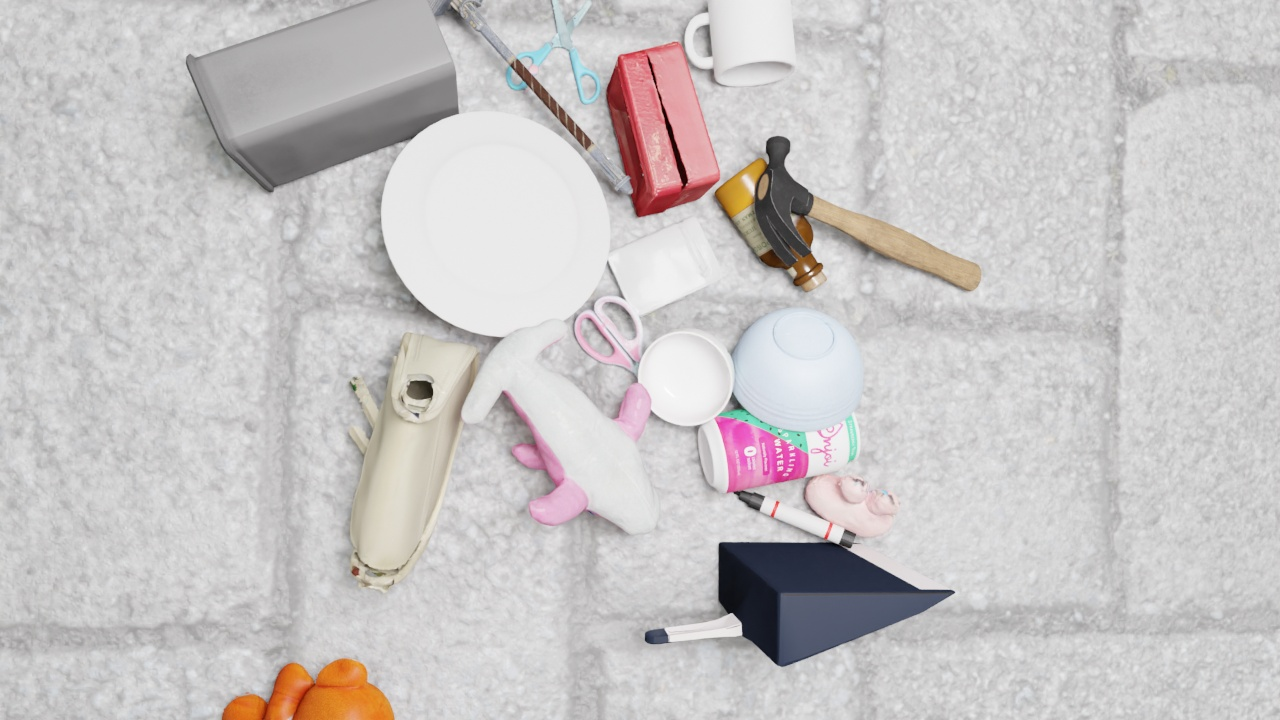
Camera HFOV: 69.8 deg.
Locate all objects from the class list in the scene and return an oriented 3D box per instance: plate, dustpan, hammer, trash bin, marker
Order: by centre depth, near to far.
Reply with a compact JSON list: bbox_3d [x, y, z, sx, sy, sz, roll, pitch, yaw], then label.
[{"bbox_3d":[-0.302,-0.265,0.914,0.219,0.192,0.097,-23,92,-10],"label":"trash bin"},{"bbox_3d":[0.141,0.249,0.946,0.273,0.236,0.080,2,90,-8],"label":"dustpan"},{"bbox_3d":[-0.143,-0.145,0.952,0.242,0.016,0.242,3,81,-21],"label":"plate"},{"bbox_3d":[-0.119,-0.301,0.984,0.322,0.098,0.044,48,128,-4],"label":"hammer"},{"bbox_3d":[0.264,-0.138,1.033,0.305,0.040,0.132,18,65,-23],"label":"hammer"},{"bbox_3d":[0.173,0.177,1.044,0.146,0.019,0.019,21,86,12],"label":"marker"}]

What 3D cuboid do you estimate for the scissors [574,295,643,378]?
[{"bbox_3d":[-0.003,0.004,1.034,0.077,0.017,0.174,-36,99,15],"label":"scissors"}]

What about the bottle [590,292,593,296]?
[{"bbox_3d":[-0.088,-0.136,1.011,0.051,0.051,0.146,-27,93,-8],"label":"bottle"}]

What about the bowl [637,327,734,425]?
[{"bbox_3d":[0.053,0.014,1.001,0.105,0.054,0.105,4,106,13],"label":"bowl"}]

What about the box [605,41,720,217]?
[{"bbox_3d":[0.016,-0.244,0.989,0.086,0.129,0.158,-17,91,-7],"label":"box"}]

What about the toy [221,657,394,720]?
[{"bbox_3d":[-0.334,0.392,0.956,0.172,0.093,0.164,-31,91,5],"label":"toy"}]

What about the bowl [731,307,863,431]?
[{"bbox_3d":[0.173,-0.005,0.997,0.150,0.075,0.150,0,50,0],"label":"bowl"}]

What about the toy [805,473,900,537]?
[{"bbox_3d":[0.243,0.159,1.031,0.108,0.105,0.053,28,64,0],"label":"toy"}]

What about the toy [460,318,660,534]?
[{"bbox_3d":[-0.082,0.087,0.969,0.265,0.128,0.186,53,57,-21],"label":"toy"}]

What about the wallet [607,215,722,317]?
[{"bbox_3d":[0.027,-0.106,1.038,0.116,0.032,0.086,-21,91,0],"label":"wallet"}]

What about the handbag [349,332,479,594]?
[{"bbox_3d":[-0.255,0.090,0.929,0.132,0.184,0.229,12,104,-6],"label":"handbag"}]

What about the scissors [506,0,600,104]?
[{"bbox_3d":[-0.083,-0.343,1.035,0.126,0.015,0.136,38,90,-7],"label":"scissors"}]

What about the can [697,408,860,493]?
[{"bbox_3d":[0.153,0.092,1.024,0.166,0.088,0.088,-10,91,-8],"label":"can"}]

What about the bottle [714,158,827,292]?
[{"bbox_3d":[0.155,-0.147,1.038,0.067,0.068,0.157,-37,94,-7],"label":"bottle"}]

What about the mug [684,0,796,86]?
[{"bbox_3d":[0.109,-0.363,1.027,0.121,0.091,0.090,-5,90,9],"label":"mug"}]
